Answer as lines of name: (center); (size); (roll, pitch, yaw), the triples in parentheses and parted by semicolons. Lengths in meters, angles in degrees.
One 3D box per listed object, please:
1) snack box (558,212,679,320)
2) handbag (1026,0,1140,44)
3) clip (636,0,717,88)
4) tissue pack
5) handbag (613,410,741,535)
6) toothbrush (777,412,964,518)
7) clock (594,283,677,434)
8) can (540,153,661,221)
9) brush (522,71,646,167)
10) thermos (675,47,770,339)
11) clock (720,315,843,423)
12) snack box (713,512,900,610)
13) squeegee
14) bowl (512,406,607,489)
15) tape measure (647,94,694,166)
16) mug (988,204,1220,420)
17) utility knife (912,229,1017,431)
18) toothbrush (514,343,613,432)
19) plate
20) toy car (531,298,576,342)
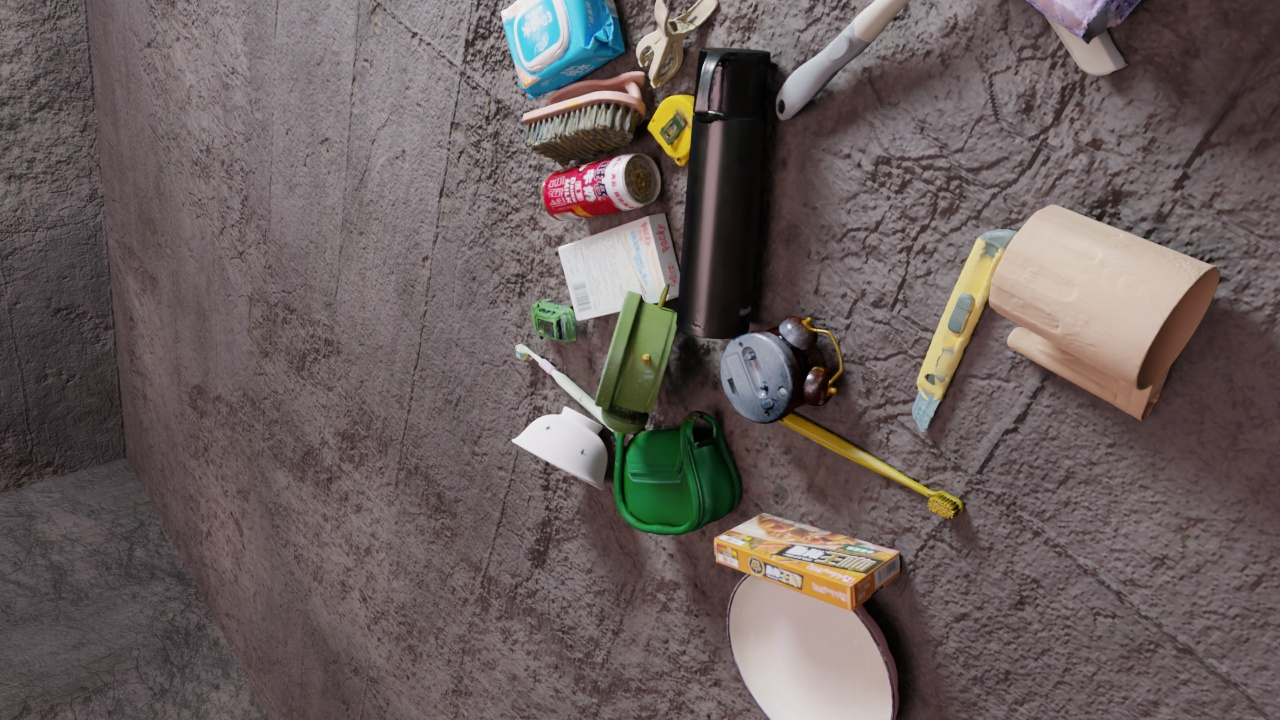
snack box: (-0.023, -0.094, 0.954); (0.157, 0.026, 0.084); (-9, 96, 50)
handbag: (0.235, -0.297, 0.536); (0.194, 0.075, 0.134); (49, 125, 22)
clip: (0.023, -0.286, 0.819); (0.034, 0.060, 0.097); (63, 150, 11)
tissue pack: (-0.079, -0.324, 0.905); (0.140, 0.063, 0.090); (-10, 96, 50)
handbag: (0.030, 0.113, 0.938); (0.132, 0.067, 0.120); (-10, 95, 49)
toothbrush: (0.188, 0.085, 0.787); (0.190, 0.016, 0.016); (29, 123, 39)
clock: (-0.005, 0.005, 0.900); (0.056, 0.115, 0.162); (17, 144, 0)
can: (-0.041, -0.174, 0.924); (0.133, 0.053, 0.053); (1, 104, 49)
brush: (-0.051, -0.243, 0.909); (0.146, 0.063, 0.073); (-2, 72, 47)
thermos: (0.064, -0.140, 0.789); (0.068, 0.089, 0.243); (16, 117, 31)
clock: (0.125, 0.007, 0.802); (0.122, 0.055, 0.082); (-24, 85, 49)
snack box: (0.146, 0.177, 0.823); (0.154, 0.075, 0.026); (9, 111, 47)
squeegee: (0.173, -0.247, 0.667); (0.247, 0.039, 0.246); (-33, 78, 49)
bowl: (-0.079, 0.092, 1.046); (0.118, 0.118, 0.064); (23, 81, 42)
tape measure: (0.036, -0.214, 0.842); (0.060, 0.028, 0.057); (55, 136, 19)
mug: (0.292, -0.029, 0.592); (0.103, 0.084, 0.125); (37, 155, 36)
utility knife: (0.241, -0.021, 0.696); (0.031, 0.019, 0.178); (42, 136, 39)
toothbrush: (-0.084, 0.034, 1.077); (0.189, 0.029, 0.020); (36, 88, 33)
plate: (0.165, 0.278, 0.867); (0.193, 0.038, 0.193); (20, 118, 43)
toy car: (-0.101, -0.045, 1.047); (0.091, 0.036, 0.043); (21, 121, 60)
